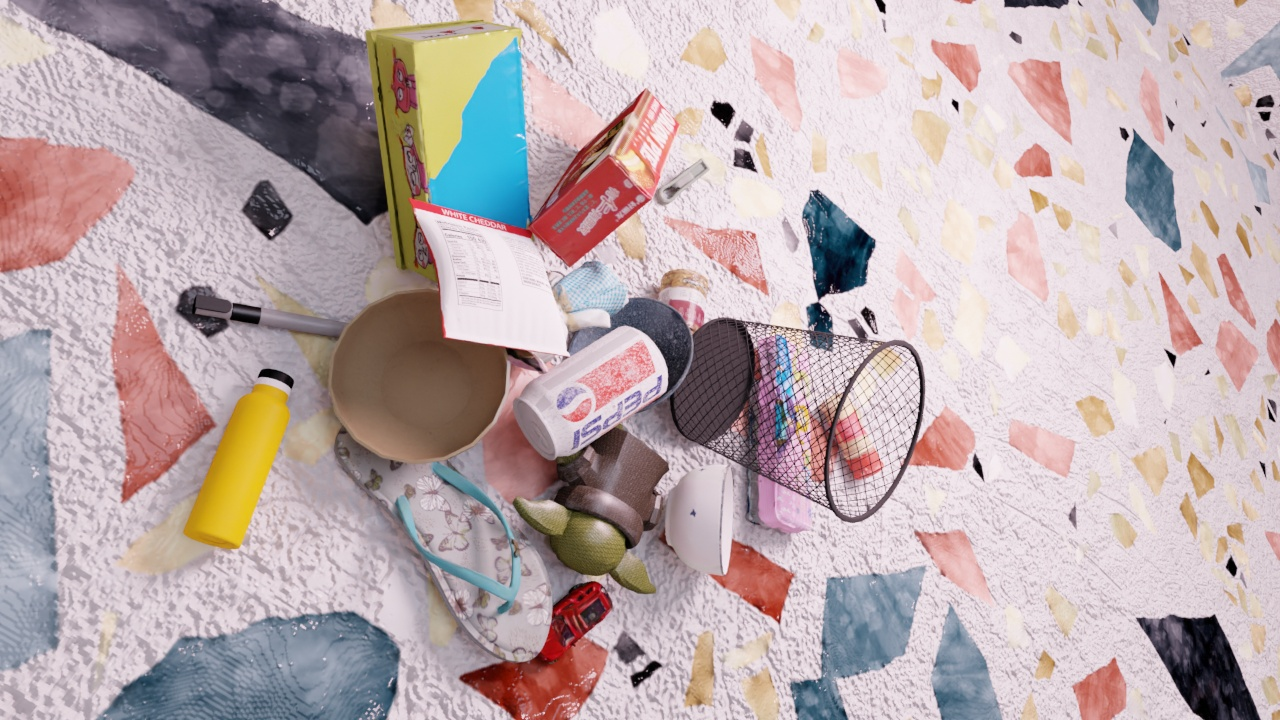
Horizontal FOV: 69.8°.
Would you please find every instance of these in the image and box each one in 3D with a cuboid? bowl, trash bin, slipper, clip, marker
[{"bbox_3d":[-0.189,0.017,0.802,0.152,0.050,0.152,1,78,-6],"label":"bowl"},{"bbox_3d":[-0.006,0.006,0.967,0.057,0.137,0.136,60,35,-59],"label":"bowl"},{"bbox_3d":[0.155,0.045,0.957,0.183,0.210,0.184,-20,118,-43],"label":"trash bin"},{"bbox_3d":[-0.159,0.144,0.810,0.269,0.055,0.098,53,50,-2],"label":"slipper"},{"bbox_3d":[0.061,0.163,0.954,0.113,0.063,0.113,3,89,-79],"label":"bowl"},{"bbox_3d":[0.048,-0.215,1.118,0.076,0.059,0.023,-42,99,-25],"label":"clip"},{"bbox_3d":[-0.311,-0.035,0.796,0.140,0.016,0.016,11,68,-33],"label":"marker"}]

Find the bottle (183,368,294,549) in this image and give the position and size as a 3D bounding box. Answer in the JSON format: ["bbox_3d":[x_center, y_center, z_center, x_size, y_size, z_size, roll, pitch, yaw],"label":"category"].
[{"bbox_3d":[-0.316,0.076,0.735,0.043,0.043,0.143,26,60,-27],"label":"bottle"}]

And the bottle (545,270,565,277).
[{"bbox_3d":[-0.100,-0.079,0.957,0.112,0.030,0.030,-3,76,-37],"label":"bottle"}]

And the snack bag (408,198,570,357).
[{"bbox_3d":[-0.128,-0.073,0.796,0.130,0.039,0.144,9,52,-43],"label":"snack bag"}]

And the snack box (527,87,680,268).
[{"bbox_3d":[-0.031,-0.193,0.941,0.060,0.113,0.235,45,28,-16],"label":"snack box"}]

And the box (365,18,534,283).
[{"bbox_3d":[-0.170,-0.192,0.847,0.124,0.081,0.221,-26,130,-37],"label":"box"}]

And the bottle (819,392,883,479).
[{"bbox_3d":[0.266,0.095,1.158,0.044,0.044,0.109,-25,89,-39],"label":"bottle"}]

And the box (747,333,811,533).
[{"bbox_3d":[0.165,0.088,1.092,0.084,0.053,0.230,29,57,-46],"label":"box"}]

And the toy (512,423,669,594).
[{"bbox_3d":[-0.035,0.136,0.899,0.179,0.078,0.152,39,61,-26],"label":"toy"}]

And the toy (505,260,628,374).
[{"bbox_3d":[-0.092,-0.049,0.910,0.204,0.106,0.131,-28,80,-46],"label":"toy"}]

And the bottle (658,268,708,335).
[{"bbox_3d":[0.044,-0.045,1.035,0.056,0.056,0.105,24,61,-28],"label":"bottle"}]

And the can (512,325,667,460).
[{"bbox_3d":[-0.046,0.030,0.864,0.135,0.078,0.078,-33,94,-25],"label":"can"}]

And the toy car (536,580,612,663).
[{"bbox_3d":[-0.066,0.246,0.866,0.091,0.036,0.042,-32,93,-32],"label":"toy car"}]
